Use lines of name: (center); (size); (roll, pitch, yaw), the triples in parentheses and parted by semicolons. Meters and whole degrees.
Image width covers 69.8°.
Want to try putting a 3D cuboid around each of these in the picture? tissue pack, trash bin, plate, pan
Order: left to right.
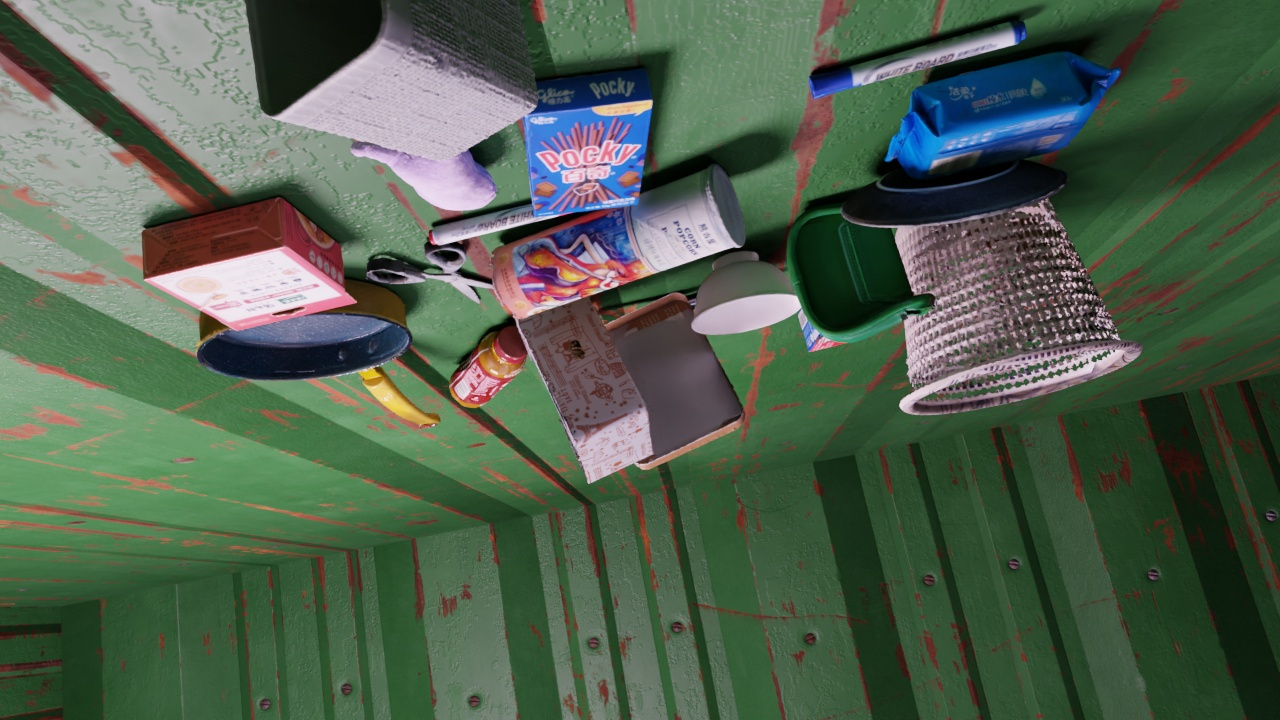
pan: (-0.302, 0.008, 0.964); (0.198, 0.078, 0.357); (-13, 165, 11)
plate: (0.254, -0.146, 0.759); (0.179, 0.024, 0.179); (-13, -161, 4)
trash bin: (0.354, -0.065, 0.925); (0.227, 0.192, 0.228); (-10, 165, -3)
tissue pack: (0.269, -0.186, 0.697); (0.157, 0.052, 0.095); (-11, 168, 4)

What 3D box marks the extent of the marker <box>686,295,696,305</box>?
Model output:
marker: (0.100, -0.078, 1.049); (0.124, 0.015, 0.018); (-13, 161, 16)

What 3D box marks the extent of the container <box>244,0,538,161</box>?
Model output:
container: (-0.119, -0.161, 0.461); (0.090, 0.090, 0.114); (-19, 166, 31)

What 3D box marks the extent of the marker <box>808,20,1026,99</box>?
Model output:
marker: (0.190, -0.208, 0.633); (0.146, 0.017, 0.017); (-13, 165, 9)

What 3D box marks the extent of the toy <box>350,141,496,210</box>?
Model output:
toy: (-0.142, -0.131, 0.645); (0.084, 0.039, 0.108); (1, 172, 12)

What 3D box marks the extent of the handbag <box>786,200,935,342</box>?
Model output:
handbag: (0.205, -0.088, 0.871); (0.120, 0.131, 0.068); (-19, 172, 16)

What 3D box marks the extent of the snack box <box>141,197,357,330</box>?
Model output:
snack box: (-0.305, -0.074, 0.730); (0.113, 0.044, 0.127); (-12, 164, 4)

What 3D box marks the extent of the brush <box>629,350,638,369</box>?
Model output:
brush: (-0.004, 0.007, 1.184); (0.145, 0.069, 0.063); (-8, 166, -9)

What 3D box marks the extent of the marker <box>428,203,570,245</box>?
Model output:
marker: (-0.105, -0.118, 0.758); (0.145, 0.017, 0.017); (-12, 165, 6)

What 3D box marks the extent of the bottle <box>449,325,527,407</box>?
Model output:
bottle: (-0.177, 0.007, 1.086); (0.057, 0.057, 0.175); (-2, 163, -28)

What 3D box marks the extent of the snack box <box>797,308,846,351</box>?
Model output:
snack box: (0.237, -0.068, 1.100); (0.058, 0.057, 0.208); (-13, 165, -3)

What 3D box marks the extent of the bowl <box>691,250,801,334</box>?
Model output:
bowl: (0.105, -0.076, 0.963); (0.118, 0.064, 0.118); (-10, 166, -3)

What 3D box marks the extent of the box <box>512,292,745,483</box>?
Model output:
box: (-0.004, 0.005, 0.951); (0.192, 0.183, 0.157); (-25, 155, -6)

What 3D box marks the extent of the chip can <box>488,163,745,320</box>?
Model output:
chip can: (-0.023, -0.098, 0.786); (0.215, 0.071, 0.071); (-16, 164, 23)

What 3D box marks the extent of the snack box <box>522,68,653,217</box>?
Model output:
snack box: (-0.040, -0.151, 0.662); (0.084, 0.026, 0.157); (-8, 165, -6)

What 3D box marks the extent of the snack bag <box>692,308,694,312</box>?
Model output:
snack bag: (0.056, -0.043, 1.122); (0.048, 0.026, 0.104); (-21, 162, 12)

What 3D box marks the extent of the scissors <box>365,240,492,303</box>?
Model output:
scissors: (-0.179, -0.079, 0.859); (0.159, 0.014, 0.171); (-3, 165, -27)
